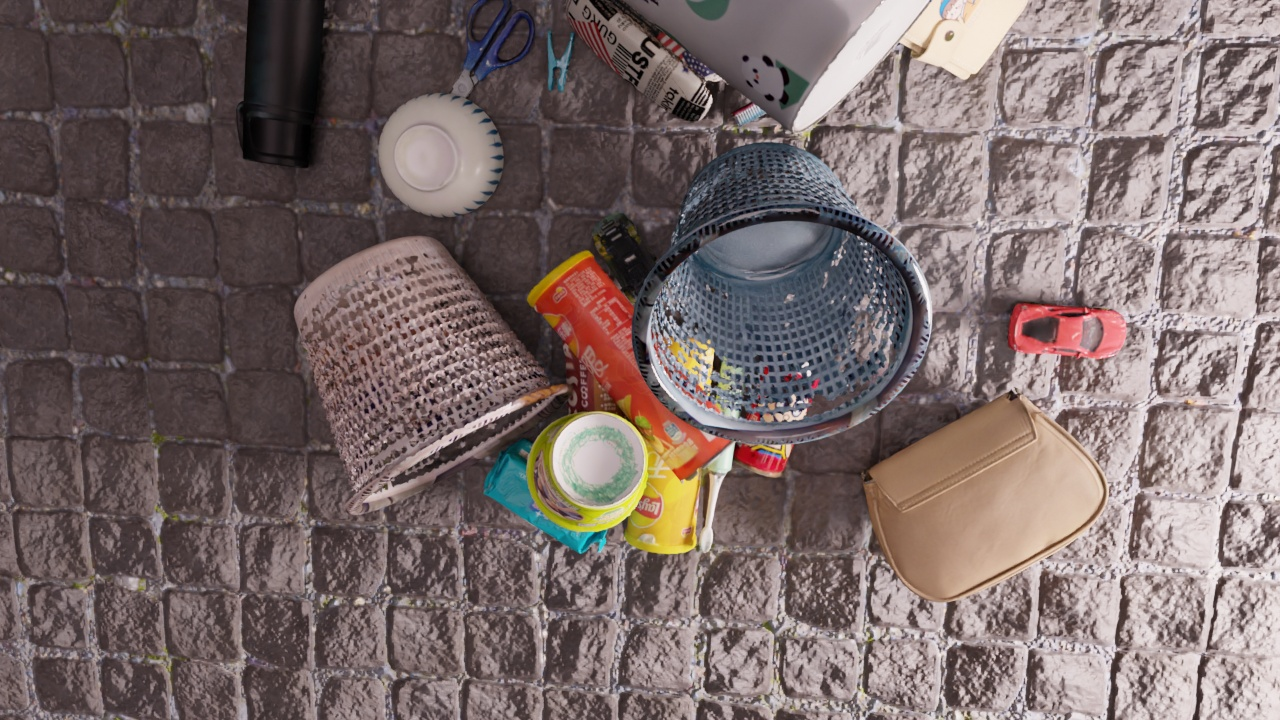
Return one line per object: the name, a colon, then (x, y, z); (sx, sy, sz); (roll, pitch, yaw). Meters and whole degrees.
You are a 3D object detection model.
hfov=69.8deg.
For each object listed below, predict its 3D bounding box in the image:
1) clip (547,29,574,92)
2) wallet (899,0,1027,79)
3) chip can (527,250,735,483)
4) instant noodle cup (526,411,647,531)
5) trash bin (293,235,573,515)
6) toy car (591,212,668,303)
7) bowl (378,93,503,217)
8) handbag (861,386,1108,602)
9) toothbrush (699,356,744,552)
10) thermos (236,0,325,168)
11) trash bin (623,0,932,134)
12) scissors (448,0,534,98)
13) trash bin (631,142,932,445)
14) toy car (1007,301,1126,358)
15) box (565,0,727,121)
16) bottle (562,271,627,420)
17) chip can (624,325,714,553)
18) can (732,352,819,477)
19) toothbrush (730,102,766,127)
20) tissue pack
clip: (-0.076, -0.280, 0.860); (0.039, 0.014, 0.056); (6, 101, 5)
wallet: (0.269, -0.297, 0.792); (0.115, 0.024, 0.087); (14, 123, -30)
chip can: (-0.005, 0.005, 0.809); (0.073, 0.073, 0.216); (-41, 86, 10)
instant noodle cup: (-0.041, 0.092, 0.793); (0.111, 0.123, 0.111); (1, 79, -8)
trash bin: (-0.205, 0.004, 0.835); (0.228, 0.227, 0.192); (-32, 83, 9)
toy car: (-0.009, -0.097, 0.875); (0.043, 0.036, 0.091); (-30, 95, 8)
bowl: (-0.191, -0.189, 0.854); (0.116, 0.066, 0.116); (1, 105, 3)
handbag: (0.315, 0.127, 0.860); (0.205, 0.099, 0.148); (-31, 89, 10)
toothbrush: (0.079, 0.072, 0.878); (0.026, 0.027, 0.224); (10, 87, -2)
thermos: (-0.341, -0.307, 0.855); (0.090, 0.068, 0.243); (15, 102, 25)
trash bin: (0.091, -0.328, 0.706); (0.252, 0.229, 0.230); (45, 101, 7)
scissors: (-0.173, -0.273, 0.872); (0.175, 0.012, 0.108); (-29, 98, 11)
trash bin: (0.109, -0.075, 0.769); (0.226, 0.194, 0.227); (2, 128, 2)
toy car: (0.399, -0.028, 0.855); (0.106, 0.031, 0.049); (5, 102, 2)
box: (0.016, -0.298, 0.833); (0.162, 0.076, 0.088); (40, 77, 0)
bottle: (-0.045, 0.003, 0.886); (0.057, 0.057, 0.175); (-3, 100, 5)
chip can: (0.029, 0.075, 0.886); (0.072, 0.072, 0.213); (6, 99, 4)
can: (0.134, 0.041, 0.879); (0.053, 0.053, 0.133); (20, 101, 1)
toothbrush: (0.169, -0.265, 0.840); (0.188, 0.016, 0.017); (-27, 106, 9)
tissue pack: (-0.085, 0.132, 0.895); (0.133, 0.093, 0.050); (33, 97, -1)
